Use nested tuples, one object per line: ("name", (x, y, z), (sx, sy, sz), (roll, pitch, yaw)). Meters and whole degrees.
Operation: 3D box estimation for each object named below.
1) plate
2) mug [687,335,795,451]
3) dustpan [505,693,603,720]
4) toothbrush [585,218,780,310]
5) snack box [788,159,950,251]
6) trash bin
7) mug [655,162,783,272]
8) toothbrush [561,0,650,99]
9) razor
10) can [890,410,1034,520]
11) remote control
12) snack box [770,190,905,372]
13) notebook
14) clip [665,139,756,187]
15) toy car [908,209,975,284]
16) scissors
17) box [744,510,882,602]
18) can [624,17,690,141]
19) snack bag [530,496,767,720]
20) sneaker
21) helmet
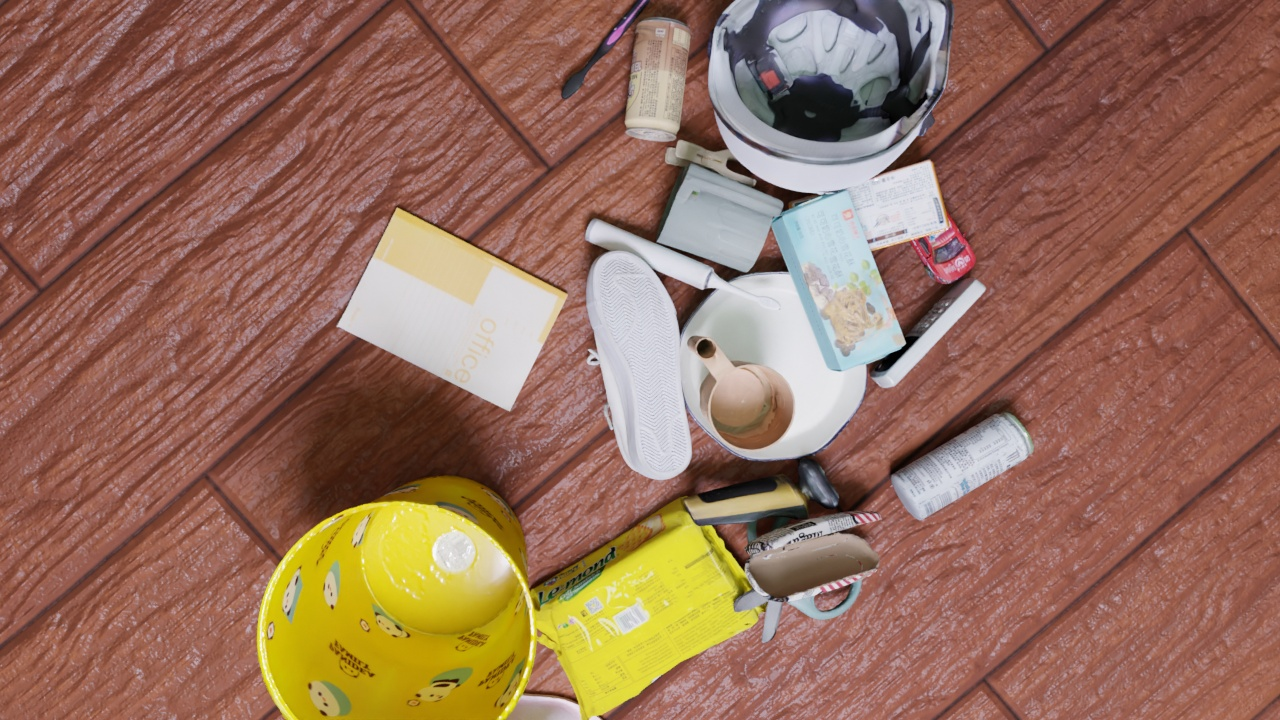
("plate", (0.140, 0.006, 0.993), (0.205, 0.045, 0.205), (0, 95, -3))
("mug", (0.090, 0.026, 0.917), (0.084, 0.103, 0.124), (-38, 95, 0))
("dustpan", (-0.162, 0.476, 1.026), (0.274, 0.138, 0.222), (6, 95, 25))
("toothbrush", (0.044, -0.097, 0.960), (0.221, 0.026, 0.027), (24, 95, 13))
("snack box", (0.240, -0.153, 0.971), (0.154, 0.026, 0.075), (-15, 95, 19))
("trash bin", (-0.208, 0.223, 0.884), (0.229, 0.255, 0.229), (0, 93, -3))
("mug", (0.082, -0.151, 0.943), (0.103, 0.124, 0.083), (20, 73, -6))
("toothbrush", (-0.024, -0.351, 0.981), (0.014, 0.018, 0.189), (39, 88, -5))
("razor", (0.125, 0.142, 0.964), (0.167, 0.062, 0.068), (-7, 116, -16))
("can", (0.350, 0.114, 1.003), (0.146, 0.058, 0.058), (-30, 94, -1))
("remote control", (0.308, -0.030, 0.992), (0.021, 0.058, 0.150), (44, 90, -2))
("snack box", (0.202, -0.081, 0.942), (0.074, 0.051, 0.175), (-22, 94, -4))
("notebook", (-0.201, -0.054, 0.990), (0.206, 0.010, 0.146), (27, 92, -4))
("clip", (0.080, -0.212, 0.974), (0.099, 0.066, 0.034), (13, 93, -15))
("toy car", (0.316, -0.139, 0.993), (0.053, 0.045, 0.120), (-36, 97, 1))
("scissors", (0.161, 0.212, 0.995), (0.170, 0.019, 0.181), (-11, 80, -27))
("box", (0.183, 0.188, 0.954), (0.162, 0.076, 0.088), (-8, 125, -27))
("can", (0.018, -0.293, 0.961), (0.058, 0.058, 0.116), (7, 93, -3))
("snack bag", (0.003, 0.268, 0.992), (0.246, 0.068, 0.158), (-32, 94, 0))
("sneaker", (-0.006, 0.006, 0.969), (0.089, 0.091, 0.242), (-12, 88, -18))
("helmet", (0.178, -0.265, 0.916), (0.229, 0.146, 0.258), (19, 71, 11))
